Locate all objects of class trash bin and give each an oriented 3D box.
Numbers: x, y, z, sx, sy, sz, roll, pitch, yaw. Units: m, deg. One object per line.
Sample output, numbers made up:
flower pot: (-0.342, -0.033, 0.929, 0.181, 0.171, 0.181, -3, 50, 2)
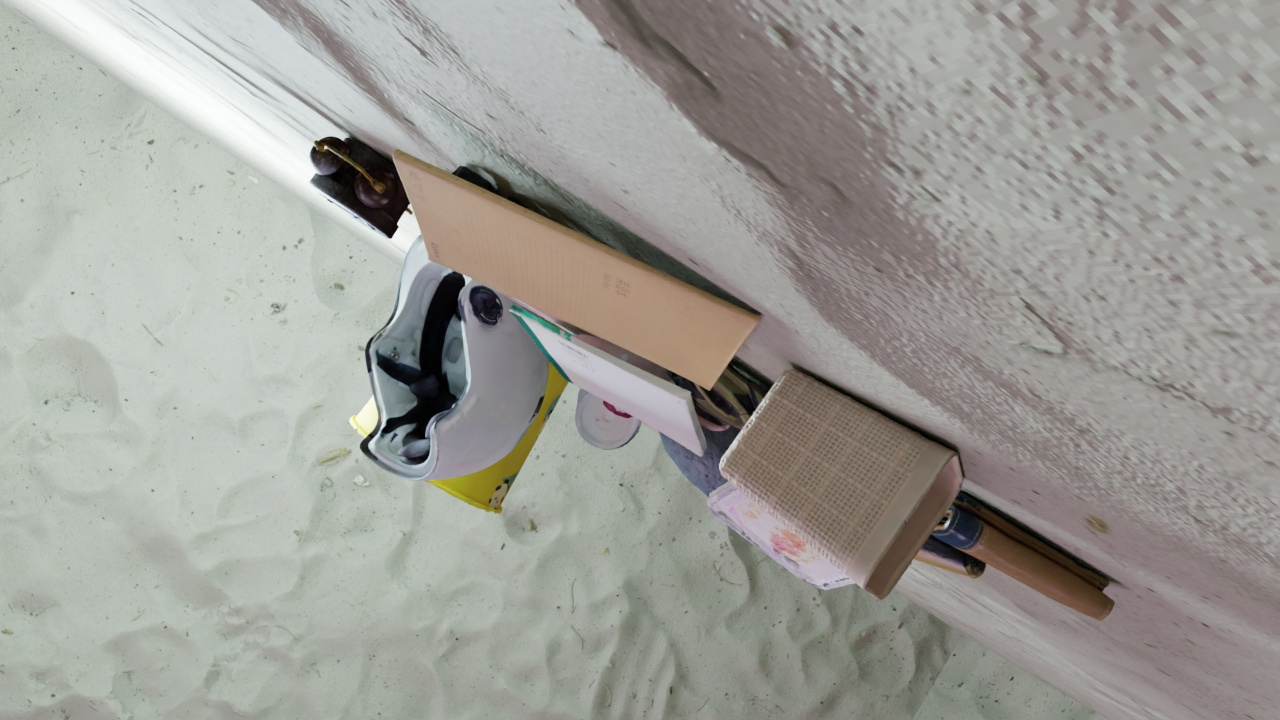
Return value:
trash bin: (-0.211, 0.032, 1.204, 0.229, 0.255, 0.229, 32, 175, 3)

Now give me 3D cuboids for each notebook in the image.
notebook: (-0.040, -0.047, 0.547, 0.211, 0.012, 0.150, 25, 165, 2)
notebook: (-0.019, 0.022, 0.749, 0.150, 0.012, 0.209, 27, 170, 14)

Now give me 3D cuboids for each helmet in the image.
helmet: (-0.179, 0.002, 0.962, 0.145, 0.258, 0.230, 16, 154, -37)

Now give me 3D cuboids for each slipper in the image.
slipper: (-0.005, 0.005, 0.834, 0.274, 0.054, 0.114, 29, 174, 47)

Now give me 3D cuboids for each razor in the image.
razor: (0.230, 0.154, 0.824, 0.062, 0.068, 0.168, -20, -155, -36)

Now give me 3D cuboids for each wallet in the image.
wallet: (0.249, 0.130, 0.618, 0.115, 0.033, 0.090, 31, 177, 8)

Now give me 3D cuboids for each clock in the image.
clock: (-0.237, -0.150, 0.780, 0.082, 0.055, 0.122, 33, 174, 4)

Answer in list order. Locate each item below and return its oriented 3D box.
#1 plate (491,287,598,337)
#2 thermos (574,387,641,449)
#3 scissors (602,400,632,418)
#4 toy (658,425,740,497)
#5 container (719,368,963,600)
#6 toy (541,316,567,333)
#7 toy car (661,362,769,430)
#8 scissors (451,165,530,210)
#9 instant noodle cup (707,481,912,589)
plate: (-0.090, -0.065, 0.701, 0.192, 0.039, 0.192, 30, 178, 1)
thermos: (-0.040, 0.034, 1.023, 0.073, 0.073, 0.224, 34, -171, -9)
scissors: (0.024, 0.040, 0.903, 0.135, 0.017, 0.064, 8, -140, -21)
toy: (0.095, 0.101, 1.023, 0.356, 0.091, 0.137, 39, -160, -44)
container: (0.118, 0.071, 0.548, 0.111, 0.090, 0.090, 34, 176, 29)
toy: (-0.087, -0.022, 1.014, 0.157, 0.066, 0.105, 13, 162, 44)
toy car: (0.059, 0.019, 0.674, 0.158, 0.042, 0.070, 36, 174, -12)
scissors: (-0.083, -0.090, 0.646, 0.142, 0.014, 0.173, 30, 174, 39)
instant noodle cup: (0.145, 0.123, 0.773, 0.138, 0.060, 0.174, 37, 153, -1)
